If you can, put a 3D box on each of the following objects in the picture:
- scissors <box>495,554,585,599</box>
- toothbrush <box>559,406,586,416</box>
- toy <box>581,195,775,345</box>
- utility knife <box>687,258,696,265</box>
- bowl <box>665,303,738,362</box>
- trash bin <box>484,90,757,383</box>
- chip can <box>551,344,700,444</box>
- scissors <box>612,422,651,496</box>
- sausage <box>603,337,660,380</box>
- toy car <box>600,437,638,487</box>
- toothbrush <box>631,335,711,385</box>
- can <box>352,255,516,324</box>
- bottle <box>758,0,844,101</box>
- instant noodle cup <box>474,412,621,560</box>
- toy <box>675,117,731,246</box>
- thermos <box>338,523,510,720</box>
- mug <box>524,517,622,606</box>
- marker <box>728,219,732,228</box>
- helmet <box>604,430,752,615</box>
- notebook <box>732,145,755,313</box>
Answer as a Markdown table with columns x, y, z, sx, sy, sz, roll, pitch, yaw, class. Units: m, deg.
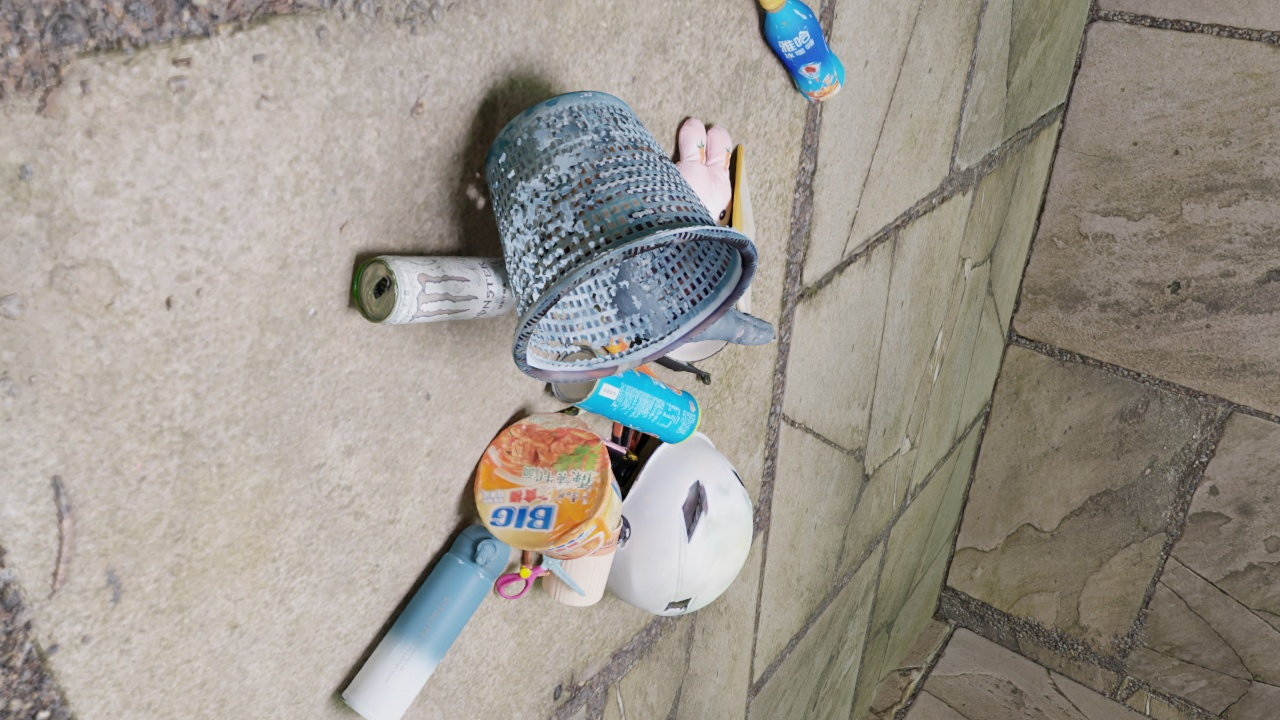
| x | y | z | sx | sy | sz | roll | pitch | yaw | class |
| --- | --- | --- | --- | --- | --- | --- | --- | --- | --- |
| -0.113 | 0.232 | 1.079 | 0.133 | 0.017 | 0.135 | -22 | 101 | -1 | scissors |
| -0.072 | 0.059 | 1.086 | 0.185 | 0.017 | 0.012 | -17 | 91 | -51 | toothbrush |
| 0.022 | -0.090 | 1.025 | 0.138 | 0.091 | 0.356 | -43 | 126 | 13 | toy |
| 0.070 | -0.118 | 1.198 | 0.030 | 0.018 | 0.163 | -51 | 149 | -21 | utility knife |
| 0.056 | -0.062 | 1.137 | 0.116 | 0.066 | 0.116 | -4 | 110 | -11 | bowl |
| -0.038 | -0.119 | 0.817 | 0.226 | 0.195 | 0.227 | -21 | 158 | -9 | trash bin |
| -0.013 | 0.044 | 1.090 | 0.210 | 0.071 | 0.071 | 26 | 87 | -50 | chip can |
| -0.015 | 0.138 | 1.225 | 0.193 | 0.015 | 0.207 | -48 | 144 | -30 | scissors |
| -0.007 | 0.007 | 1.137 | 0.021 | 0.021 | 0.165 | -60 | 142 | -13 | sausage |
| -0.050 | 0.123 | 1.143 | 0.122 | 0.037 | 0.056 | 31 | 92 | -47 | toy car |
| 0.049 | 0.004 | 1.226 | 0.212 | 0.026 | 0.027 | 25 | 48 | -59 | toothbrush |
| -0.177 | -0.063 | 0.811 | 0.146 | 0.058 | 0.058 | -8 | 116 | -55 | can |
| 0.199 | -0.405 | 1.158 | 0.218 | 0.065 | 0.065 | 29 | 85 | -58 | bottle |
| -0.091 | 0.146 | 1.001 | 0.151 | 0.151 | 0.111 | -58 | 155 | -16 | instant noodle cup |
| 0.067 | -0.206 | 1.099 | 0.121 | 0.054 | 0.159 | -2 | 104 | -47 | toy |
| -0.218 | 0.272 | 0.956 | 0.220 | 0.070 | 0.070 | -55 | 147 | -19 | thermos |
| -0.087 | 0.237 | 1.128 | 0.114 | 0.081 | 0.106 | 3 | 110 | -29 | mug |
| 0.105 | -0.140 | 1.219 | 0.124 | 0.015 | 0.018 | -66 | 155 | -22 | marker |
| 0.064 | 0.237 | 1.226 | 0.228 | 0.146 | 0.259 | -12 | 129 | -48 | helmet |
| 0.131 | -0.155 | 1.171 | 0.146 | 0.010 | 0.205 | 74 | 18 | -45 | notebook |
